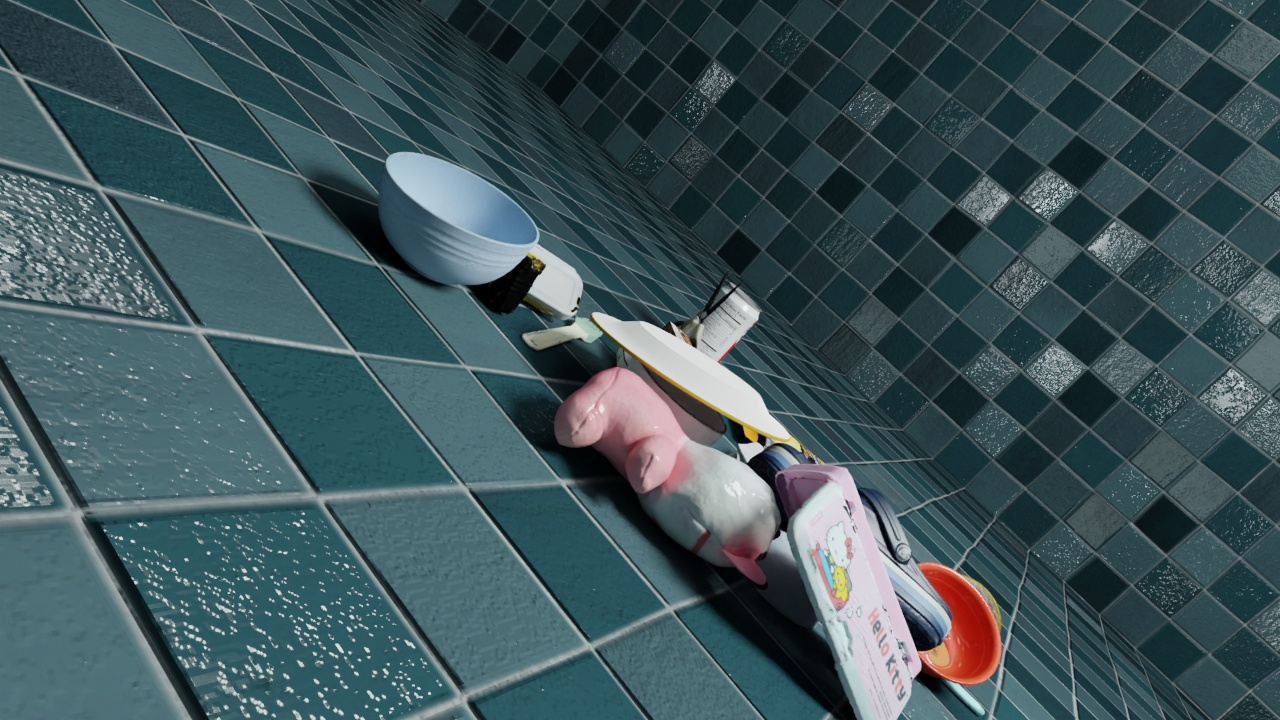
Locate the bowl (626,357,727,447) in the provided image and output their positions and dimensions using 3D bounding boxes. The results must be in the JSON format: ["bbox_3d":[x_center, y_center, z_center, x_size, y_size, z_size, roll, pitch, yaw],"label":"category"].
[{"bbox_3d":[0.021,0.053,0.898,0.116,0.066,0.116,39,13,-11],"label":"bowl"}]

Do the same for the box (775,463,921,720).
[{"bbox_3d":[0.153,0.192,0.736,0.101,0.102,0.201,-6,-71,54],"label":"box"}]

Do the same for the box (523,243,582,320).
[{"bbox_3d":[-0.164,-0.114,1.000,0.210,0.080,0.083,31,56,-29],"label":"box"}]

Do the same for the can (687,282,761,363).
[{"bbox_3d":[0.108,-0.043,1.327,0.070,0.132,0.070,39,13,-11],"label":"can"}]

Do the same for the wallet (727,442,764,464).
[{"bbox_3d":[0.134,0.135,1.052,0.086,0.032,0.116,57,15,18],"label":"wallet"}]

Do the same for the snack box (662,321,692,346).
[{"bbox_3d":[0.042,0.000,1.171,0.031,0.051,0.140,37,13,-18],"label":"snack box"}]

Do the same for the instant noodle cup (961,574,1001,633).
[{"bbox_3d":[0.356,0.291,1.052,0.102,0.102,0.108,46,5,19],"label":"instant noodle cup"}]

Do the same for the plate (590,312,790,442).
[{"bbox_3d":[0.053,0.008,0.903,0.230,0.021,0.229,31,8,-5],"label":"plate"}]

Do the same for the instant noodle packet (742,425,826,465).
[{"bbox_3d":[0.219,0.141,1.266,0.221,0.032,0.159,39,13,-10],"label":"instant noodle packet"}]

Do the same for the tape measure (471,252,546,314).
[{"bbox_3d":[-0.136,-0.085,0.910,0.062,0.067,0.038,38,11,28],"label":"tape measure"}]

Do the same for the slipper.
[{"bbox_3d":[0.205,0.174,0.899,0.253,0.095,0.105,45,-26,1],"label":"slipper"}]

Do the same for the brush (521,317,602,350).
[{"bbox_3d":[-0.083,-0.028,0.992,0.033,0.012,0.217,43,14,7],"label":"brush"}]

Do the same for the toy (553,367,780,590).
[{"bbox_3d":[0.030,0.092,0.751,0.213,0.084,0.142,42,6,3],"label":"toy"}]

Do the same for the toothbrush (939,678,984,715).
[{"bbox_3d":[0.297,0.308,0.979,0.180,0.017,0.016,45,19,10],"label":"toothbrush"}]

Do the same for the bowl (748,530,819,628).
[{"bbox_3d":[0.134,0.189,0.836,0.106,0.039,0.106,39,13,-11],"label":"bowl"}]

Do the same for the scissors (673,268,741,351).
[{"bbox_3d":[0.075,-0.045,1.241,0.012,0.158,0.168,31,61,-29],"label":"scissors"}]

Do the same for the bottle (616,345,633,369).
[{"bbox_3d":[-0.006,0.006,1.034,0.041,0.041,0.116,38,13,-14],"label":"bottle"}]

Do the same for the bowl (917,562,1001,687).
[{"bbox_3d":[0.310,0.281,0.962,0.130,0.045,0.130,15,50,-18],"label":"bowl"}]

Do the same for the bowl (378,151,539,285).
[{"bbox_3d":[-0.177,-0.118,0.841,0.150,0.075,0.150,28,23,-13],"label":"bowl"}]
